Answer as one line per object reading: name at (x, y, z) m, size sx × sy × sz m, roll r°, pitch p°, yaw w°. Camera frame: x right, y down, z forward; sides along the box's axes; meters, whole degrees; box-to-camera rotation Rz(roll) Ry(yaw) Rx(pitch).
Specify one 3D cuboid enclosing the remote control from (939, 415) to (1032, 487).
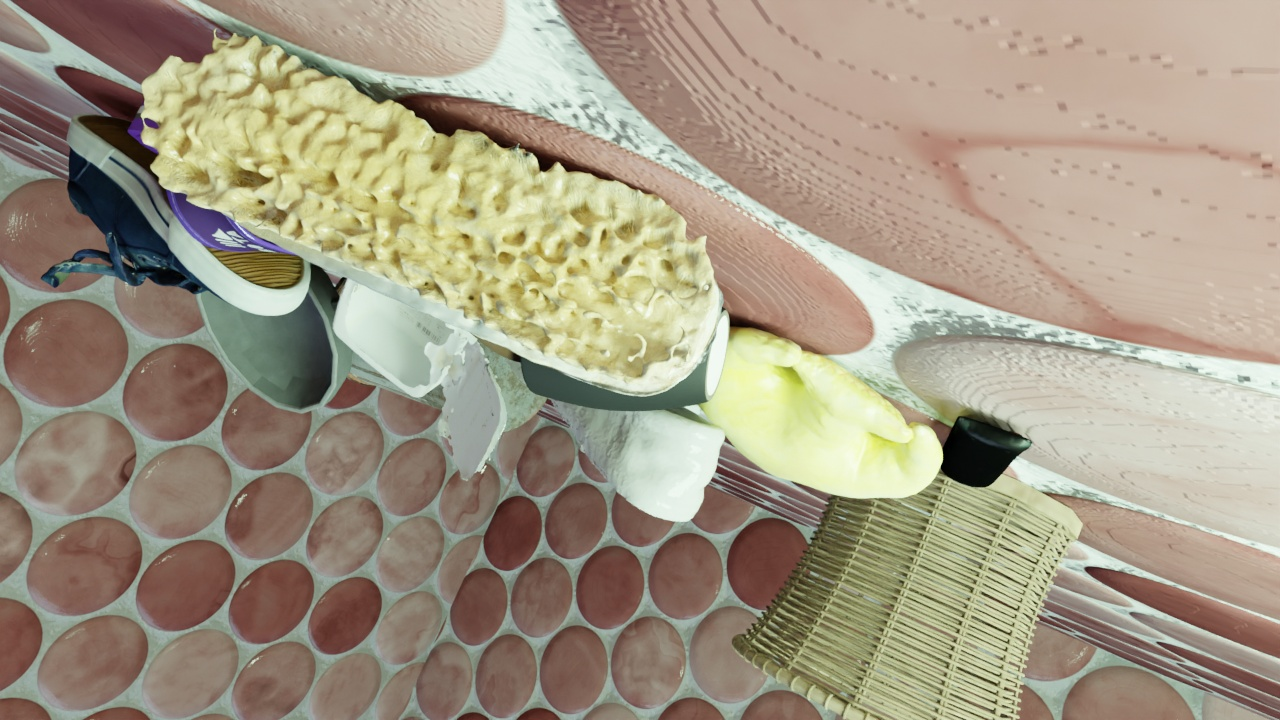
remote control at (0.208, 0.058, 0.564) m, size 0.041 × 0.020 × 0.152 m, roll 20°, pitch 170°, yaw 18°

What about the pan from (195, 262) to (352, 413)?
pan at (-0.255, -0.043, 0.789) m, size 0.358 × 0.041 × 0.179 m, roll -3°, pitch 114°, yaw 34°

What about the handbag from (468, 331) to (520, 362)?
handbag at (-0.114, -0.053, 0.525) m, size 0.138 × 0.063 × 0.166 m, roll 40°, pitch 178°, yaw 20°

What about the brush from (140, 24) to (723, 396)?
brush at (-0.092, -0.065, 0.413) m, size 0.271 × 0.083 × 0.056 m, roll 24°, pitch 173°, yaw 6°

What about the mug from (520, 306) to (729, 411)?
mug at (0.000, -0.016, 0.530) m, size 0.100 × 0.085 × 0.118 m, roll 11°, pitch -161°, yaw 15°

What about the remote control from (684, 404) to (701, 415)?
remote control at (-0.007, 0.010, 0.793) m, size 0.138 × 0.025 × 0.060 m, roll 30°, pitch -173°, yaw 40°

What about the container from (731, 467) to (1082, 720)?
container at (0.214, 0.182, 0.720) m, size 0.227 × 0.196 × 0.227 m, roll 24°, pitch 172°, yaw 3°

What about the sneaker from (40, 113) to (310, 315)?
sneaker at (-0.385, -0.090, 0.748) m, size 0.295 × 0.127 × 0.120 m, roll 33°, pitch -158°, yaw 27°

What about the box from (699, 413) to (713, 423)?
box at (0.071, 0.046, 0.872) m, size 0.209 × 0.033 × 0.064 m, roll 22°, pitch 170°, yaw 11°

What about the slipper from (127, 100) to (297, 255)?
slipper at (-0.287, -0.117, 0.650) m, size 0.267 × 0.084 × 0.107 m, roll 19°, pitch 171°, yaw 36°

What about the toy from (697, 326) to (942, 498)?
toy at (0.102, 0.036, 0.582) m, size 0.170 × 0.064 × 0.155 m, roll 30°, pitch 157°, yaw -4°

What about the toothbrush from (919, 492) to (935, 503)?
toothbrush at (0.207, 0.094, 0.825) m, size 0.155 × 0.016 × 0.022 m, roll 28°, pitch -178°, yaw -20°

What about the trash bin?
trash bin at (-0.193, -0.020, 0.863) m, size 0.211 × 0.130 × 0.130 m, roll 17°, pitch 169°, yaw 37°

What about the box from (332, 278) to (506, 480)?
box at (-0.143, -0.011, 0.669) m, size 0.083 × 0.111 × 0.190 m, roll -23°, pitch -116°, yaw -45°

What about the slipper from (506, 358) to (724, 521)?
slipper at (-0.028, 0.011, 0.622) m, size 0.112 × 0.074 × 0.247 m, roll 35°, pitch -175°, yaw -41°

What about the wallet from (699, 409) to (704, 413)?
wallet at (0.095, 0.029, 0.696) m, size 0.086 × 0.032 × 0.116 m, roll 15°, pitch 171°, yaw -8°
